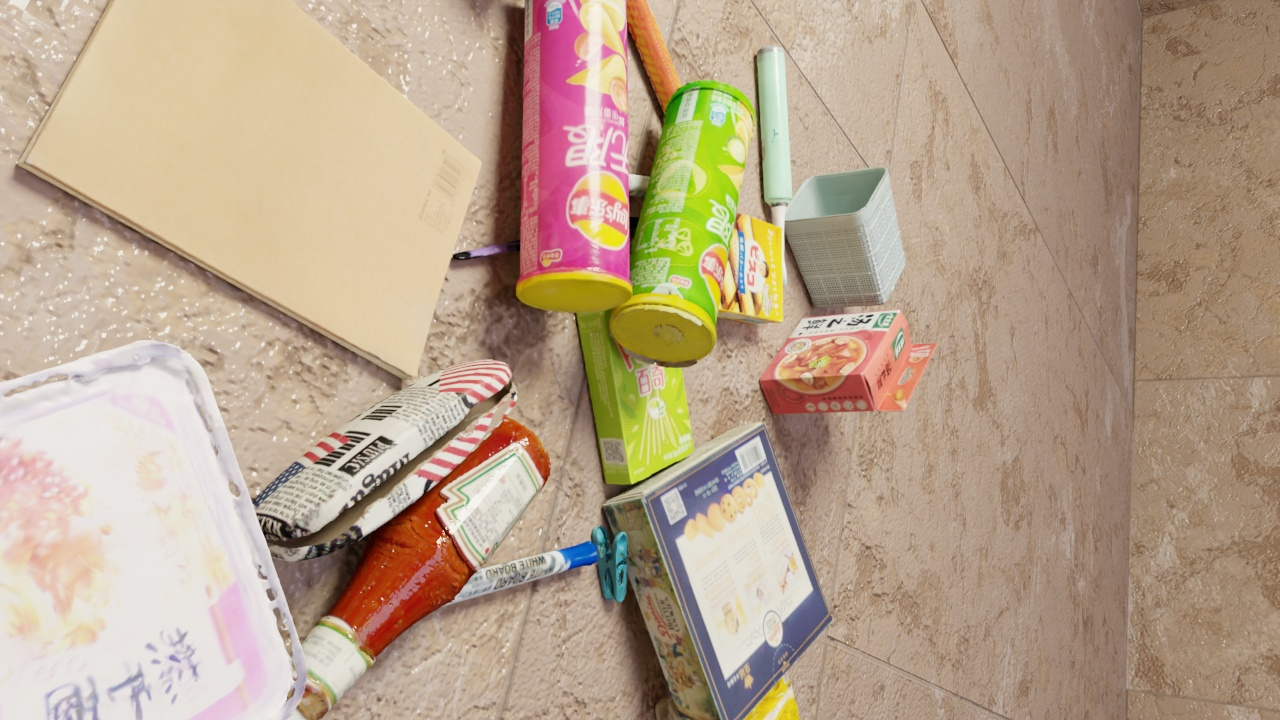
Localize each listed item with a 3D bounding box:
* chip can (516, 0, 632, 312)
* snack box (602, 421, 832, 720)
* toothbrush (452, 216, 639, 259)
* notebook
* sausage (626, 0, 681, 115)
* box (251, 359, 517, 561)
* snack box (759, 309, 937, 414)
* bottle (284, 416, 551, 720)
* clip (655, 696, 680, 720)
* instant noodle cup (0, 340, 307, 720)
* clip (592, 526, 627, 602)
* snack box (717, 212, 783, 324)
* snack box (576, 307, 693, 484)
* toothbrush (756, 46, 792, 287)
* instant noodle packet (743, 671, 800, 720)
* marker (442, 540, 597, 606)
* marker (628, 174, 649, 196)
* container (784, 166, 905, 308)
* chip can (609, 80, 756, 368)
[{"bbox_3d":[-0.041,-0.141,0.583,0.071,0.072,0.210,15,71,-51],"label":"chip can"},{"bbox_3d":[0.067,0.160,0.711,0.177,0.046,0.182,-22,93,-52],"label":"snack box"},{"bbox_3d":[-0.056,-0.081,0.622,0.188,0.014,0.017,-21,128,-50],"label":"toothbrush"},{"bbox_3d":[-0.173,-0.101,0.469,0.211,0.012,0.149,37,58,-45],"label":"notebook"},{"bbox_3d":[0.008,-0.242,0.710,0.021,0.021,0.165,-51,126,-41],"label":"sausage"},{"bbox_3d":[-0.126,0.051,0.477,0.163,0.072,0.060,-39,100,-44],"label":"box"},{"bbox_3d":[0.192,0.000,0.844,0.113,0.127,0.044,-48,124,-44],"label":"snack box"},{"bbox_3d":[-0.122,0.111,0.479,0.205,0.060,0.060,-51,126,-41],"label":"bottle"},{"bbox_3d":[0.029,0.313,0.693,0.034,0.094,0.102,-14,60,-51],"label":"clip"},{"bbox_3d":[-0.220,0.090,0.353,0.137,0.060,0.173,-29,111,-50],"label":"instant noodle cup"},{"bbox_3d":[-0.020,0.144,0.644,0.015,0.049,0.057,-20,108,-53],"label":"clip"},{"bbox_3d":[0.075,-0.080,0.776,0.140,0.034,0.087,6,83,-54],"label":"snack box"},{"bbox_3d":[-0.004,0.004,0.670,0.085,0.026,0.156,-17,101,-53],"label":"snack box"},{"bbox_3d":[0.127,-0.180,0.857,0.026,0.027,0.224,6,81,-85],"label":"toothbrush"},{"bbox_3d":[0.090,0.297,0.756,0.128,0.044,0.111,-24,104,-53],"label":"instant noodle packet"},{"bbox_3d":[-0.078,0.132,0.570,0.145,0.017,0.017,-1,88,-53],"label":"marker"},{"bbox_3d":[0.028,-0.136,0.731,0.145,0.017,0.017,-8,94,-53],"label":"marker"},{"bbox_3d":[0.203,-0.116,0.904,0.089,0.090,0.111,-53,130,-40],"label":"container"},{"bbox_3d":[0.035,-0.105,0.655,0.072,0.073,0.220,44,48,-41],"label":"chip can"}]
